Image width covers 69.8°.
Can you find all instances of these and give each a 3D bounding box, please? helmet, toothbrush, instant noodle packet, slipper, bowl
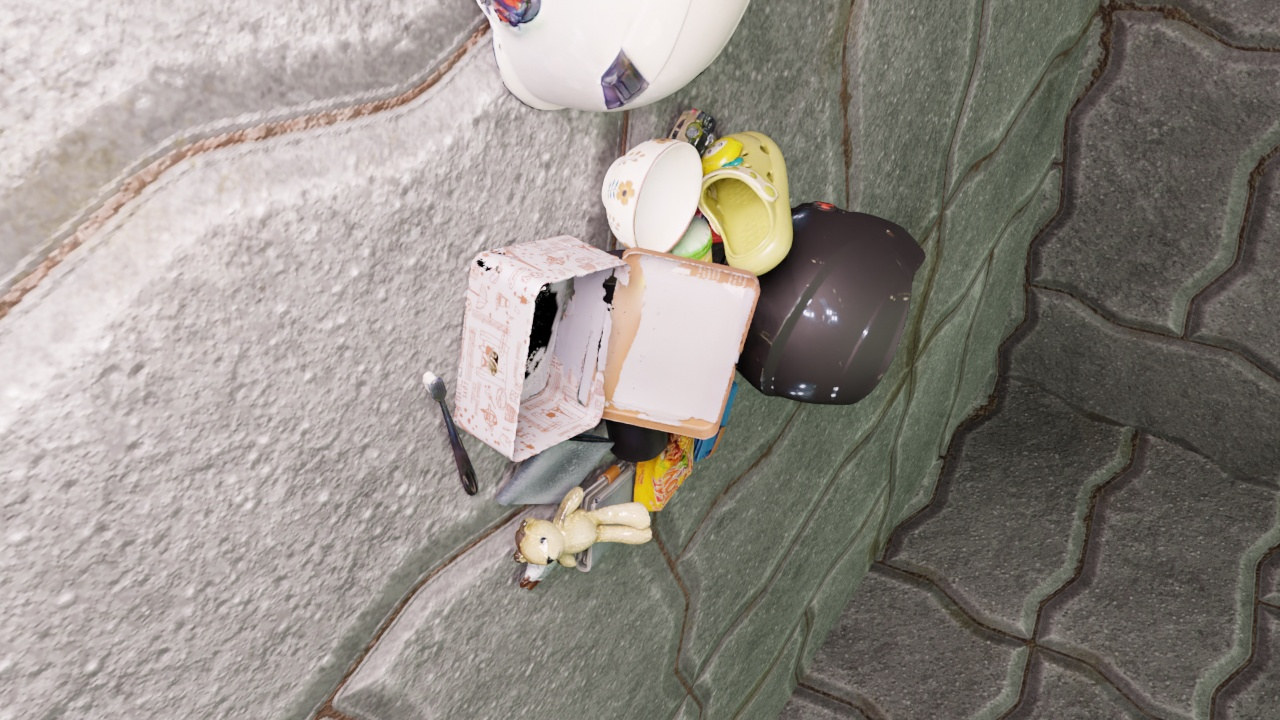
[{"bbox_3d":[0.195,-0.072,1.109,0.229,0.274,0.234,0,126,-32],"label":"helmet"},{"bbox_3d":[-0.168,0.071,0.824,0.015,0.018,0.181,-40,147,-26],"label":"toothbrush"},{"bbox_3d":[0.033,0.120,1.142,0.110,0.044,0.129,-43,147,-40],"label":"instant noodle packet"},{"bbox_3d":[0.102,-0.174,0.945,0.092,0.190,0.081,-30,139,27],"label":"slipper"},{"bbox_3d":[0.003,-0.159,0.873,0.113,0.062,0.114,-43,146,-38],"label":"bowl"},{"bbox_3d":[0.007,-0.297,0.656,0.229,0.157,0.275,-31,138,-47],"label":"helmet"}]

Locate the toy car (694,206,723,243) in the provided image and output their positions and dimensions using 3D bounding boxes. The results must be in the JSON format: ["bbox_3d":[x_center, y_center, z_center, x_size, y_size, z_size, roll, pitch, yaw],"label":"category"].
[{"bbox_3d":[0.087,-0.158,1.046,0.120,0.045,0.053,-24,134,-55],"label":"toy car"}]

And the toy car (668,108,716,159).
[{"bbox_3d":[0.043,-0.210,0.931,0.042,0.035,0.090,8,112,-60],"label":"toy car"}]

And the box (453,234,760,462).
[{"bbox_3d":[-0.034,-0.013,0.843,0.272,0.130,0.179,-2,120,-27],"label":"box"}]

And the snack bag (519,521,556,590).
[{"bbox_3d":[-0.104,0.218,1.052,0.105,0.026,0.045,-59,161,-7],"label":"snack bag"}]

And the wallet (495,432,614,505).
[{"bbox_3d":[-0.088,0.116,0.971,0.097,0.019,0.120,-49,153,13],"label":"wallet"}]

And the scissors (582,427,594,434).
[{"bbox_3d":[-0.053,0.049,1.011,0.165,0.014,0.163,-30,137,-50],"label":"scissors"}]

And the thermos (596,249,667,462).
[{"bbox_3d":[-0.006,0.006,0.959,0.068,0.090,0.243,-36,139,-30],"label":"thermos"}]

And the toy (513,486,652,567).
[{"bbox_3d":[-0.061,0.191,1.011,0.157,0.066,0.105,-5,124,-24],"label":"toy"}]

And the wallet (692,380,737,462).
[{"bbox_3d":[0.099,0.081,1.261,0.133,0.040,0.106,-9,118,-72],"label":"wallet"}]

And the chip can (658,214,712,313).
[{"bbox_3d":[0.050,-0.065,1.029,0.072,0.073,0.222,-48,149,-28],"label":"chip can"}]

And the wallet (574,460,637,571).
[{"bbox_3d":[-0.042,0.179,1.112,0.129,0.037,0.107,-35,135,-60],"label":"wallet"}]
